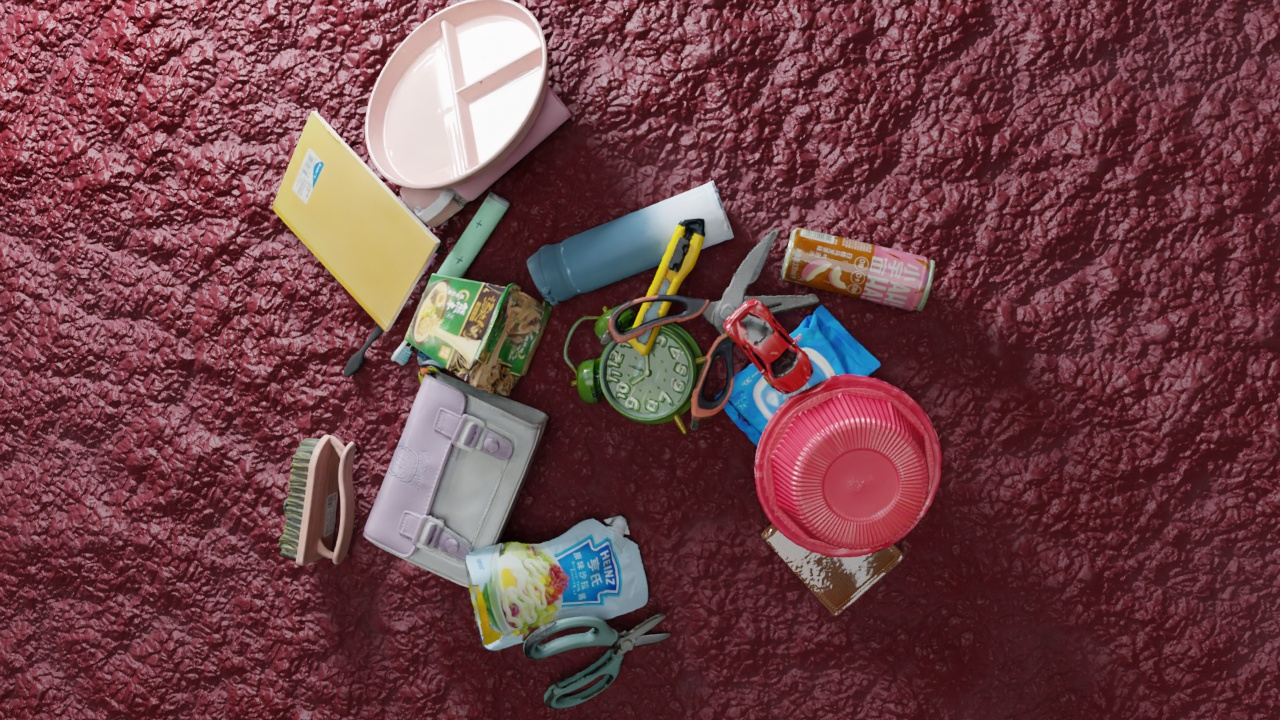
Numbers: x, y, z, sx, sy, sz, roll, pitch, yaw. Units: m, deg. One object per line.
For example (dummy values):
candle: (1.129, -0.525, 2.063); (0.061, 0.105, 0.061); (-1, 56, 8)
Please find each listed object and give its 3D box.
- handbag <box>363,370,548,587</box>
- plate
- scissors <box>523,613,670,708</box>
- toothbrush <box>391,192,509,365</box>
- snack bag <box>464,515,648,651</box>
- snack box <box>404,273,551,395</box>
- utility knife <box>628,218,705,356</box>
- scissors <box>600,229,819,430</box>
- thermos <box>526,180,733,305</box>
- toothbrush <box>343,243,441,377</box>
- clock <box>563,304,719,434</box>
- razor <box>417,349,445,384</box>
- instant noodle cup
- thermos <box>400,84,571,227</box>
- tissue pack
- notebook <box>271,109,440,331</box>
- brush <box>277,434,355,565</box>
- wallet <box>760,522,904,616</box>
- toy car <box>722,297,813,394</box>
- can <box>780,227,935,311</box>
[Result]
handbag: (-0.202, 0.126, 0.999); (0.145, 0.098, 0.197); (22, 96, 3)
plate: (-0.193, -0.279, 0.968); (0.230, 0.028, 0.229); (-9, 68, 23)
scissors: (-0.056, 0.310, 0.988); (0.173, 0.019, 0.178); (-37, 129, 8)
toothbrush: (-0.217, -0.090, 1.028); (0.027, 0.026, 0.224); (33, 98, -15)
snack bag: (-0.087, 0.236, 0.987); (0.190, 0.039, 0.110); (-11, 81, -20)
snack box: (-0.179, -0.037, 0.984); (0.106, 0.118, 0.117); (22, 87, 18)
utility knife: (0.028, -0.076, 0.936); (0.033, 0.015, 0.154); (24, 99, 4)
scissors: (0.070, -0.040, 0.929); (0.189, 0.015, 0.223); (24, 98, -6)
thermos: (-0.013, -0.123, 0.976); (0.221, 0.070, 0.070); (-19, 90, 10)
toothbrush: (-0.282, -0.057, 1.049); (0.014, 0.017, 0.189); (37, 95, 4)
clock: (-0.006, 0.006, 0.986); (0.161, 0.056, 0.116); (23, 95, 7)
razor: (-0.244, 0.056, 1.043); (0.043, 0.022, 0.143); (10, 95, 9)
instant noodle cup: (0.212, 0.115, 0.914); (0.194, 0.065, 0.194); (0, 100, 1)
thermos: (-0.168, -0.222, 0.984); (0.199, 0.087, 0.067); (-38, 118, 7)
tissue pack: (0.164, 0.024, 0.962); (0.157, 0.052, 0.095); (-41, 87, 9)
notebook: (-0.318, -0.150, 1.010); (0.206, 0.010, 0.146); (45, 125, 9)
brush: (-0.362, 0.157, 1.048); (0.073, 0.063, 0.145); (10, 93, 12)
wallet: (0.205, 0.196, 0.979); (0.101, 0.032, 0.124); (-43, 87, 6)
toy car: (0.130, -0.012, 0.915); (0.049, 0.031, 0.106); (-40, 104, 3)
can: (0.222, -0.093, 0.944); (0.147, 0.058, 0.058); (15, 95, 8)
